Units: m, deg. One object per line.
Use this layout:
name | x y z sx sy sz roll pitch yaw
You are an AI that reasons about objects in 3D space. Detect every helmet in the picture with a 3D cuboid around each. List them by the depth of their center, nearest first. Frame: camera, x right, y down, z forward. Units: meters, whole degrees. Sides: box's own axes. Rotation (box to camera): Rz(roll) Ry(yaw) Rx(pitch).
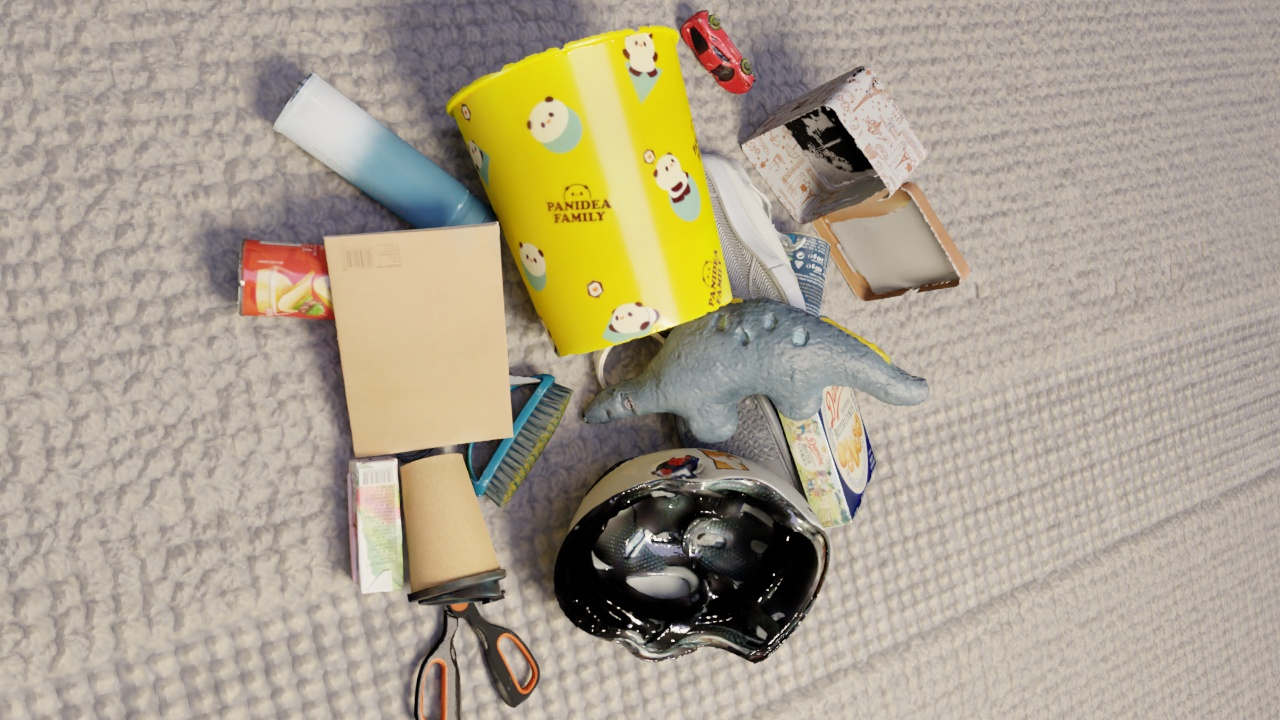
helmet | 0.049 0.180 0.946 0.274 0.156 0.230 6 116 -7

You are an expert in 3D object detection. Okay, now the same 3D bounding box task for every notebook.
notebook | -0.196 -0.016 0.833 0.149 0.012 0.212 -7 112 -15

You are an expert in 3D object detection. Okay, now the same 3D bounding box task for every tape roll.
tape roll | -0.006 0.006 0.992 0.085 0.014 0.086 -7 113 -17

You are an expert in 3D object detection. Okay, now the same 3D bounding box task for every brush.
brush | -0.130 0.073 0.925 0.073 0.055 0.143 31 74 0

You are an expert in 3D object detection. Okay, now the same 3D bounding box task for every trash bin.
trash bin | -0.035 -0.152 0.879 0.229 0.230 0.255 -22 98 -26

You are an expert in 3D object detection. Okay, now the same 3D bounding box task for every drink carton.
drink carton | -0.249 0.153 0.859 0.045 0.054 0.122 -2 89 -23

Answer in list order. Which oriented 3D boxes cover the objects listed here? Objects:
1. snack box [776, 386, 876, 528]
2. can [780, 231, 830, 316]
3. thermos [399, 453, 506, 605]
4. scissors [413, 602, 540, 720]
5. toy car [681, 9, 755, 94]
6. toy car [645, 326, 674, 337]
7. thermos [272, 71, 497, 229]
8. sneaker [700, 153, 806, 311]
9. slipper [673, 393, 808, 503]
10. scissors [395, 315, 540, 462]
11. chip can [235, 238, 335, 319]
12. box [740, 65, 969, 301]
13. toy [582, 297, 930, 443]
snack box | 0.212 0.073 1.049 0.177 0.046 0.182 -35 107 -63
can | 0.177 -0.089 1.073 0.075 0.075 0.111 15 81 -26
thermos | -0.183 0.164 0.867 0.093 0.093 0.143 -8 76 -27
scissors | -0.171 0.258 0.916 0.204 0.022 0.224 24 73 -24
toy car | 0.089 -0.349 1.052 0.106 0.049 0.031 48 69 -18
toy car | 0.060 -0.058 1.033 0.158 0.042 0.070 5 86 -29
thermos | -0.235 -0.177 0.871 0.220 0.070 0.070 37 73 -21
sneaker | 0.127 -0.125 1.026 0.090 0.090 0.242 -14 72 -42
slipper | 0.124 0.109 1.038 0.111 0.083 0.268 -23 106 18
scissors | -0.188 0.025 0.895 0.181 0.014 0.159 11 92 -12
chip can | -0.251 -0.070 0.840 0.216 0.073 0.073 3 87 -20
box | 0.255 -0.188 1.060 0.082 0.177 0.260 -45 106 -21
toy | 0.103 0.007 0.926 0.357 0.091 0.138 -8 114 12
